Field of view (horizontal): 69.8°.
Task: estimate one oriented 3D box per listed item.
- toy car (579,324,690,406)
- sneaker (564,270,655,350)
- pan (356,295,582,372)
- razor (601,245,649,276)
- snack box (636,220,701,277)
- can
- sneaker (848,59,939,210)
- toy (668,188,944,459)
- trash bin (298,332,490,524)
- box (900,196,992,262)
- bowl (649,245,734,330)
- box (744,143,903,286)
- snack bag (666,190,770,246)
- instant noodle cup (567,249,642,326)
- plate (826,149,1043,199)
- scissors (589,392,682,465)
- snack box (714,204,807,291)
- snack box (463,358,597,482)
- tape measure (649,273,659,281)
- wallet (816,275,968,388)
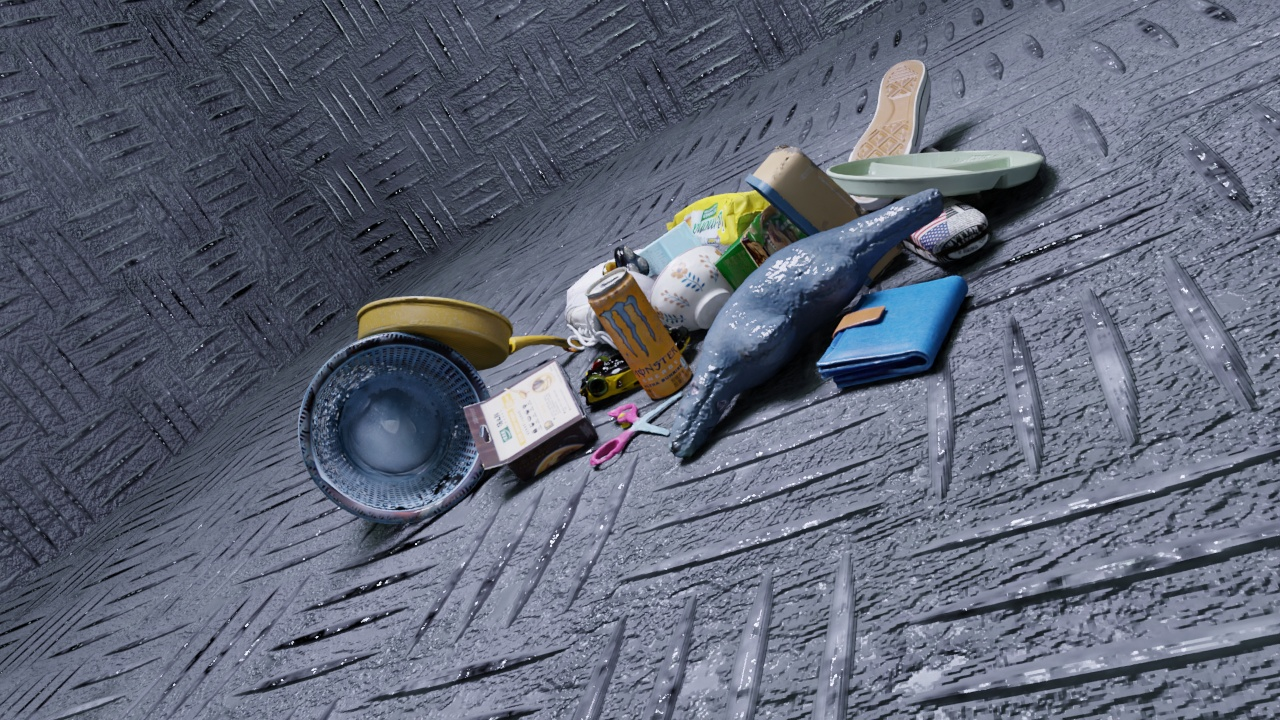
[{"bbox_3d":[-0.007,0.006,1.111,0.156,0.041,0.071,-26,19,15],"label":"toy car"},{"bbox_3d":[-0.050,-0.051,1.289,0.243,0.089,0.090,-22,50,66],"label":"sneaker"},{"bbox_3d":[-0.211,-0.029,1.243,0.198,0.357,0.078,-14,67,40],"label":"pan"},{"bbox_3d":[-0.034,-0.108,1.343,0.067,0.062,0.168,-12,-17,-21],"label":"razor"},{"bbox_3d":[0.042,-0.140,1.311,0.051,0.074,0.175,-36,6,-14],"label":"snack box"},{"bbox_3d":[-0.002,-0.029,1.025,0.058,0.146,0.058,-29,19,11],"label":"can"},{"bbox_3d":[0.348,-0.290,1.234,0.118,0.088,0.240,0,59,40],"label":"sneaker"},{"bbox_3d":[0.143,-0.045,0.907,0.356,0.091,0.138,-45,21,-5],"label":"toy"},{"bbox_3d":[-0.310,0.087,1.174,0.226,0.226,0.195,-37,6,-15],"label":"trash bin"},{"bbox_3d":[0.314,-0.134,0.963,0.072,0.060,0.164,-49,13,14],"label":"box"},{"bbox_3d":[0.075,-0.079,1.130,0.113,0.113,0.062,-36,56,-11],"label":"bowl"},{"bbox_3d":[0.193,-0.162,0.989,0.062,0.184,0.089,-51,13,10],"label":"box"},{"bbox_3d":[0.150,-0.199,1.265,0.157,0.068,0.247,-11,9,-19],"label":"snack bag"},{"bbox_3d":[-0.043,-0.122,1.485,0.174,0.060,0.137,-13,26,43],"label":"instant noodle cup"},{"bbox_3d":[0.324,-0.209,1.022,0.230,0.027,0.230,-6,17,2],"label":"plate"},{"bbox_3d":[-0.007,0.071,0.990,0.133,0.017,0.133,-35,21,-22],"label":"scissors"},{"bbox_3d":[0.158,-0.119,1.080,0.117,0.118,0.106,-45,9,-36],"label":"snack box"},{"bbox_3d":[-0.128,0.071,1.061,0.125,0.053,0.113,-32,43,1],"label":"snack box"},{"bbox_3d":[0.024,-0.091,1.293,0.039,0.057,0.058,-41,11,-14],"label":"tape measure"},{"bbox_3d":[0.228,-0.029,0.826,0.107,0.040,0.132,-11,25,40],"label":"wallet"}]
